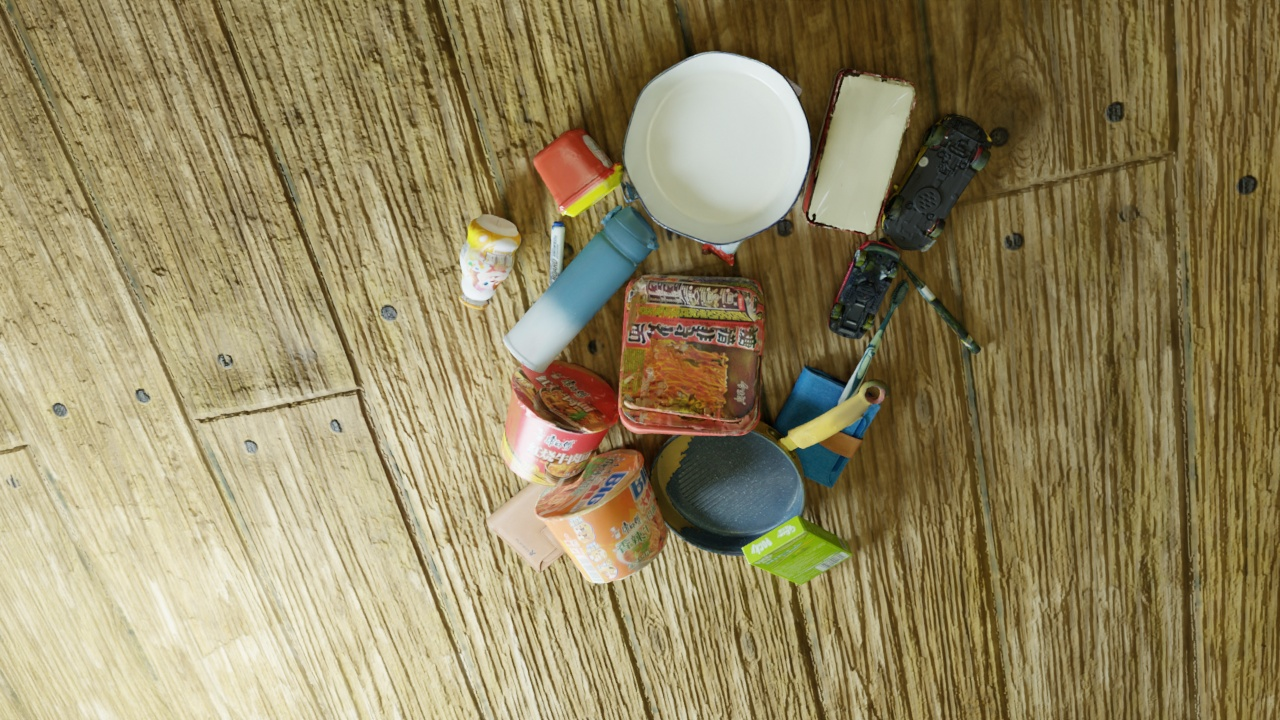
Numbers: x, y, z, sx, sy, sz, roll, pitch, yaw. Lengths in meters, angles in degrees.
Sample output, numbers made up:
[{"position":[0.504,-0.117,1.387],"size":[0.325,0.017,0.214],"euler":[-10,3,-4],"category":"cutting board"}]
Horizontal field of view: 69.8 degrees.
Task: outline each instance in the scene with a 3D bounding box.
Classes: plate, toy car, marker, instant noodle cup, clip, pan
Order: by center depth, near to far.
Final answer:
[{"position":[0.086,-0.232,1.010],"size":[0.205,0.045,0.205],"euler":[4,108,14],"category":"plate"},{"position":[0.324,-0.196,1.018],"size":[0.071,0.041,0.156],"euler":[25,110,-5],"category":"toy car"},{"position":[-0.014,-0.191,1.046],"size":[0.028,0.056,0.024],"euler":[-19,95,11],"category":"clip"},{"position":[0.258,-0.084,1.067],"size":[0.053,0.045,0.121],"euler":[19,119,-4],"category":"toy car"},{"position":[0.061,-0.003,1.078],"size":[0.164,0.079,0.188],"euler":[4,81,5],"category":"instant noodle cup"},{"position":[0.158,0.118,1.109],"size":[0.197,0.078,0.358],"euler":[42,119,-9],"category":"pan"},{"position":[-0.103,-0.096,1.113],"size":[0.017,0.016,0.146],"euler":[6,112,3],"category":"marker"},{"position":[-0.105,0.080,1.128],"size":[0.138,0.137,0.109],"euler":[21,121,-3],"category":"instant noodle cup"},{"position":[-0.041,0.197,1.142],"size":[0.151,0.151,0.111],"euler":[-23,106,13],"category":"instant noodle cup"}]

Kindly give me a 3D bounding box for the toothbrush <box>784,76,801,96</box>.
[{"position":[0.119,-0.232,1.038],"size":[0.029,0.021,0.189],"euler":[46,116,28],"category":"toothbrush"}]

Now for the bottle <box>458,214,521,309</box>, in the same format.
[{"position":[-0.183,-0.116,1.088],"size":[0.063,0.063,0.108],"euler":[21,112,-3],"category":"bottle"}]

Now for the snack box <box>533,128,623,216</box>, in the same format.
[{"position":[-0.069,-0.213,1.026],"size":[0.082,0.091,0.080],"euler":[-34,98,16],"category":"snack box"}]

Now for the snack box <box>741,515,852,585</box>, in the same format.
[{"position":[0.202,0.243,1.164],"size":[0.086,0.026,0.156],"euler":[-36,143,18],"category":"snack box"}]

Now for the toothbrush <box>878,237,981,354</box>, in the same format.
[{"position":[0.340,-0.073,1.079],"size":[0.012,0.017,0.186],"euler":[-37,104,30],"category":"toothbrush"}]

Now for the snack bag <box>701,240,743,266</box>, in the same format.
[{"position":[0.113,-0.158,1.062],"size":[0.045,0.026,0.105],"euler":[34,110,2],"category":"snack bag"}]

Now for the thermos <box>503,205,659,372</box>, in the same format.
[{"position":[-0.069,-0.085,1.079],"size":[0.070,0.070,0.221],"euler":[40,102,-10],"category":"thermos"}]

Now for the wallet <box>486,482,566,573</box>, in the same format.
[{"position":[-0.126,0.213,1.231],"size":[0.132,0.031,0.108],"euler":[-40,101,19],"category":"wallet"}]

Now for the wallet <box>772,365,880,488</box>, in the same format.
[{"position":[0.223,0.084,1.144],"size":[0.106,0.040,0.133],"euler":[25,112,0],"category":"wallet"}]

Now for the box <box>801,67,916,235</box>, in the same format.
[{"position":[0.237,-0.225,0.996],"size":[0.091,0.078,0.168],"euler":[12,113,1],"category":"box"}]

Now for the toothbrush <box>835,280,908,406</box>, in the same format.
[{"position":[0.273,-0.007,1.091],"size":[0.016,0.018,0.192],"euler":[25,99,2],"category":"toothbrush"}]
